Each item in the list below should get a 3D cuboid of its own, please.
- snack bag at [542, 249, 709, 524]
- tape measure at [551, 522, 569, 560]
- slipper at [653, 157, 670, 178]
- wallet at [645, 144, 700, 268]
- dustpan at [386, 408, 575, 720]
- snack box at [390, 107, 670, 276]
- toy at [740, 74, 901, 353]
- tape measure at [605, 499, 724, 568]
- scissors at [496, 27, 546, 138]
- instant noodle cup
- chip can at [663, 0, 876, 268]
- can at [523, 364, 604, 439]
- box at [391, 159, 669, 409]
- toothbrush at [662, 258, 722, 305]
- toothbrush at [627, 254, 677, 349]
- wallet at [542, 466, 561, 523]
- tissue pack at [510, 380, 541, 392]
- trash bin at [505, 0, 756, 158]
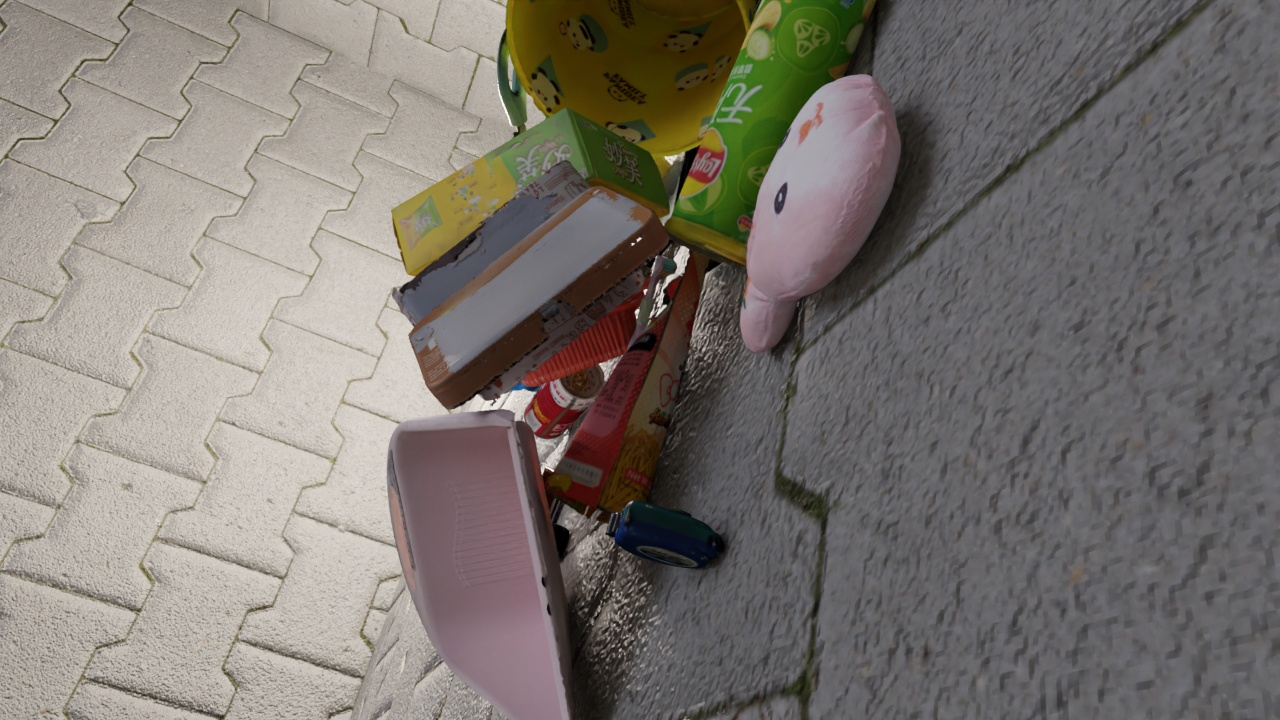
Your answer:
[{"bbox_3d":[0.002,0.016,0.670,0.129,0.073,0.207,116,178,-74],"label":"snack bag"},{"bbox_3d":[-0.105,0.165,0.840,0.066,0.065,0.033,-46,20,53],"label":"tape measure"},{"bbox_3d":[-0.029,-0.184,1.061,0.191,0.091,0.081,-27,45,66],"label":"slipper"},{"bbox_3d":[0.029,-0.156,0.932,0.097,0.019,0.120,132,155,-61],"label":"wallet"},{"bbox_3d":[-0.130,0.147,0.657,0.273,0.139,0.222,-166,66,-85],"label":"dustpan"},{"bbox_3d":[-0.100,-0.139,0.856,0.210,0.157,0.070,-23,77,24],"label":"snack box"},{"bbox_3d":[0.088,-0.075,0.492,0.160,0.054,0.121,114,170,-47],"label":"toy"},{"bbox_3d":[0.013,0.094,0.500,0.055,0.058,0.025,133,156,-67],"label":"tape measure"},{"bbox_3d":[-0.103,-0.245,0.932,0.179,0.019,0.172,-2,-88,-66],"label":"scissors"},{"bbox_3d":[-0.074,-0.037,0.888,0.164,0.189,0.079,-117,8,-75],"label":"instant noodle cup"},{"bbox_3d":[0.088,-0.169,0.588,0.072,0.072,0.221,-137,69,-76],"label":"chip can"},{"bbox_3d":[-0.083,0.040,0.980,0.133,0.053,0.053,134,154,-59],"label":"can"},{"bbox_3d":[-0.084,-0.055,0.676,0.178,0.124,0.274,-38,6,-3],"label":"box"},{"bbox_3d":[0.051,-0.071,0.716,0.186,0.012,0.017,150,134,-70],"label":"toothbrush"},{"bbox_3d":[-0.005,0.005,0.772,0.029,0.021,0.189,8,-81,-66],"label":"toothbrush"},{"bbox_3d":[-0.107,0.172,0.946,0.122,0.020,0.096,-68,18,-7],"label":"wallet"},{"bbox_3d":[-0.100,-0.014,1.011,0.157,0.052,0.095,-42,-5,5],"label":"tissue pack"},{"bbox_3d":[0.015,-0.368,0.911,0.230,0.229,0.254,-54,13,46],"label":"trash bin"}]
